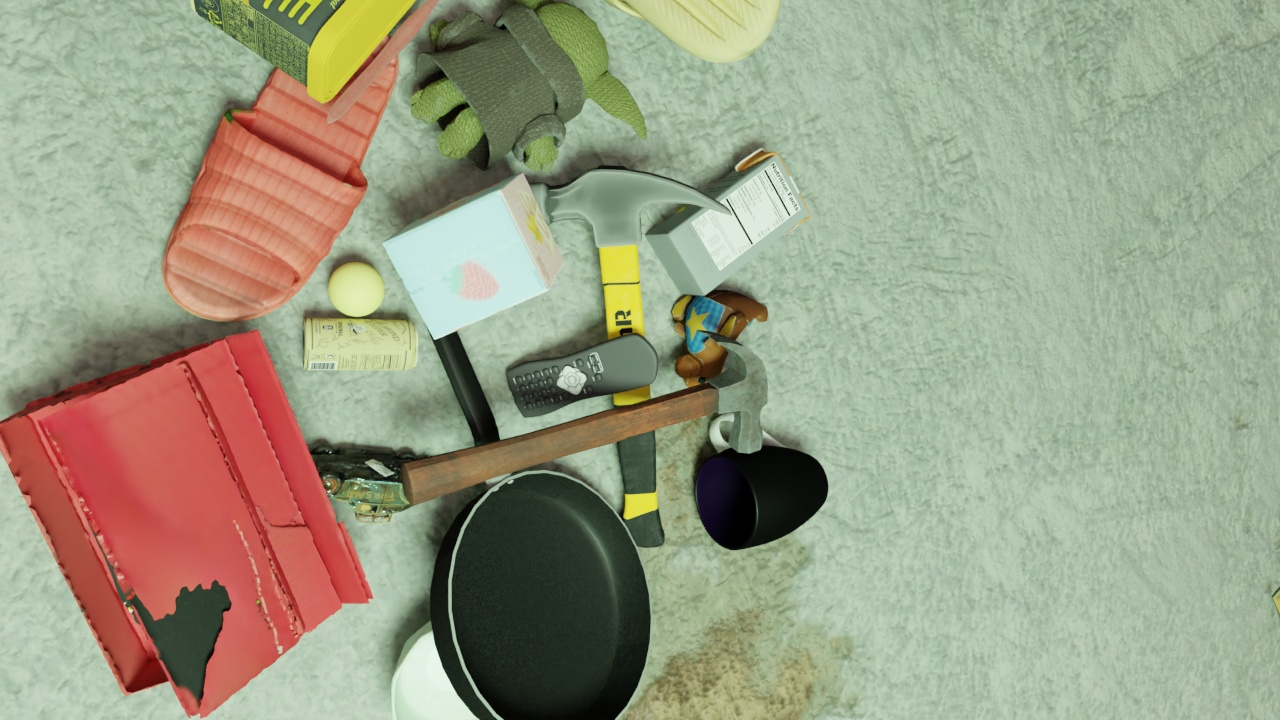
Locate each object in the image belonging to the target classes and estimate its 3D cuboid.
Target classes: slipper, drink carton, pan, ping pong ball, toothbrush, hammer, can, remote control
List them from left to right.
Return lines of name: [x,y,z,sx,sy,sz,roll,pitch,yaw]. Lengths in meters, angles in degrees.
slipper: [-0.244,-0.137,0.641,0.103,0.059,0.248,30,83,-23]
can: [-0.217,-0.257,0.609,0.101,0.073,0.130,33,66,-9]
ping pong ball: [-0.209,-0.052,0.675,0.040,0.040,0.040,-3,97,-23]
can: [-0.208,-0.012,0.681,0.079,0.038,0.038,0,96,-23]
toothbrush: [-0.169,-0.235,0.661,0.015,0.016,0.184,39,68,-18]
pan: [-0.103,0.119,0.708,0.203,0.044,0.355,-23,90,-51]
remote control: [-0.046,0.012,0.734,0.124,0.009,0.046,-16,106,12]
hammer: [-0.031,0.051,0.689,0.300,0.028,0.111,-14,119,-27]
hammer: [-0.005,0.004,0.751,0.170,0.034,0.325,-4,106,4]
slipper: [-0.004,-0.330,0.711,0.261,0.079,0.111,39,88,-2]
drink carton: [0.076,-0.116,0.782,0.124,0.048,0.076,-38,109,-14]

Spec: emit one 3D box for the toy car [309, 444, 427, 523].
toy car: [-0.204,0.096,0.692,0.111,0.047,0.047,9,111,-28]

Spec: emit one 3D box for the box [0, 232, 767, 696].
box: [-0.172,0.076,0.573,0.468,0.138,0.214,-14,104,13]

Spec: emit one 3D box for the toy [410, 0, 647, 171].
toy: [-0.094,-0.208,0.682,0.152,0.078,0.179,-35,86,-21]

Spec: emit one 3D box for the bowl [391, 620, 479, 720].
bowl: [-0.143,0.250,0.728,0.117,0.061,0.117,-2,97,-23]

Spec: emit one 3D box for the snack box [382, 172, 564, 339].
snack box: [-0.117,-0.077,0.665,0.093,0.094,0.079,-22,106,9]

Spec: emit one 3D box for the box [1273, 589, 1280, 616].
box: [0.980,0.370,1.109,0.269,0.264,0.279,-36,110,-13]

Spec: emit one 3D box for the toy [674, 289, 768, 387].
toy: [0.073,-0.016,0.803,0.102,0.071,0.090,0,110,-45]

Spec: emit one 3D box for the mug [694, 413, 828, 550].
mug: [0.107,0.100,0.812,0.100,0.085,0.118,-7,69,-34]
